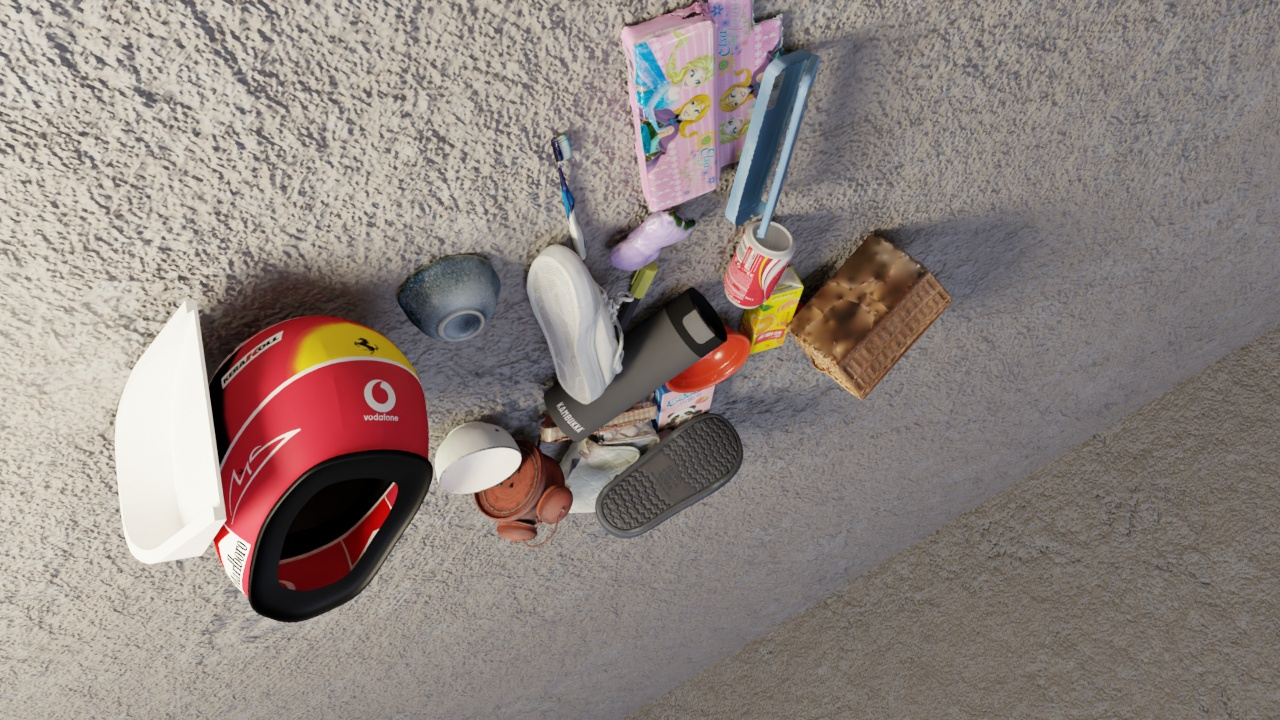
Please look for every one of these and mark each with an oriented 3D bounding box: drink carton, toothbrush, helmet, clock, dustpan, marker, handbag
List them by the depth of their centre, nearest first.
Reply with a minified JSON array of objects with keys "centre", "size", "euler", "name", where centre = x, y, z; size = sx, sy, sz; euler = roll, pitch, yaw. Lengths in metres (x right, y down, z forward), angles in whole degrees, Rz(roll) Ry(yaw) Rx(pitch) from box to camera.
[{"centre":[-0.441,0.086,0.843],"size":[0.053,0.191,0.259],"euler":[-4,161,-34],"name":"dustpan"},{"centre":[-0.327,0.082,0.900],"size":[0.197,0.224,0.271],"euler":[6,125,-47],"name":"helmet"},{"centre":[-0.069,-0.161,0.934],"size":[0.017,0.016,0.189],"euler":[-31,152,-13],"name":"toothbrush"},{"centre":[-0.010,-0.075,1.118],"size":[0.021,0.017,0.124],"euler":[19,138,-9],"name":"marker"},{"centre":[0.175,-0.067,1.255],"size":[0.058,0.043,0.135],"euler":[-15,148,-15],"name":"drink carton"},{"centre":[-0.161,0.185,1.277],"size":[0.121,0.157,0.072],"euler":[-35,144,15],"name":"clock"},{"centre":[-0.058,0.158,1.399],"size":[0.138,0.072,0.195],"euler":[-7,145,-32],"name":"handbag"}]

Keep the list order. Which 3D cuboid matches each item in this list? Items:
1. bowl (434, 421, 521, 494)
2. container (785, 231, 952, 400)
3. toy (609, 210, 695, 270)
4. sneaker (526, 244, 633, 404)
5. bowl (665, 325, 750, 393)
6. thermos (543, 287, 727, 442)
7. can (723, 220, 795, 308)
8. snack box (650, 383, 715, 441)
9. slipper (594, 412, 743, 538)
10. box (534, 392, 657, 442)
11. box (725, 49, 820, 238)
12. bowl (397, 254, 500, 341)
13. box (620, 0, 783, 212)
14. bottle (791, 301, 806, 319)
[{"centre":[-0.221,0.123,1.222],"size":[0.113,0.063,0.114],"euler":[-19,151,-12],"name":"bowl"},{"centre":[0.309,-0.062,1.250],"size":[0.198,0.114,0.112],"euler":[-49,144,4],"name":"container"},{"centre":[0.014,-0.134,1.020],"size":[0.100,0.036,0.080],"euler":[-33,164,26],"name":"toy"},{"centre":[-0.062,-0.054,1.053],"size":[0.090,0.089,0.243],"euler":[-43,149,-25],"name":"sneaker"},{"centre":[0.085,-0.010,1.268],"size":[0.130,0.045,0.131],"euler":[-20,150,-12],"name":"bowl"},{"centre":[-0.007,0.007,1.186],"size":[0.241,0.082,0.082],"euler":[-35,150,16],"name":"thermos"},{"centre":[0.144,-0.116,1.125],"size":[0.064,0.064,0.105],"euler":[-12,148,-25],"name":"can"},{"centre":[0.062,0.066,1.387],"size":[0.088,0.033,0.154],"euler":[-18,150,-15],"name":"snack box"},{"centre":[0.044,0.182,1.365],"size":[0.267,0.110,0.083],"euler":[-32,162,-27],"name":"slipper"},{"centre":[-0.062,0.069,1.301],"size":[0.187,0.064,0.056],"euler":[-10,-177,-32],"name":"box"},{"centre":[0.147,-0.215,0.948],"size":[0.068,0.059,0.210],"euler":[-31,153,-30],"name":"box"},{"centre":[-0.194,-0.056,0.963],"size":[0.110,0.055,0.110],"euler":[-19,150,-12],"name":"bowl"},{"centre":[0.069,-0.247,0.885],"size":[0.159,0.035,0.231],"euler":[-22,152,-6],"name":"box"},{"centre":[0.255,-0.064,1.326],"size":[0.118,0.036,0.036],"euler":[2,140,-42],"name":"bottle"}]
